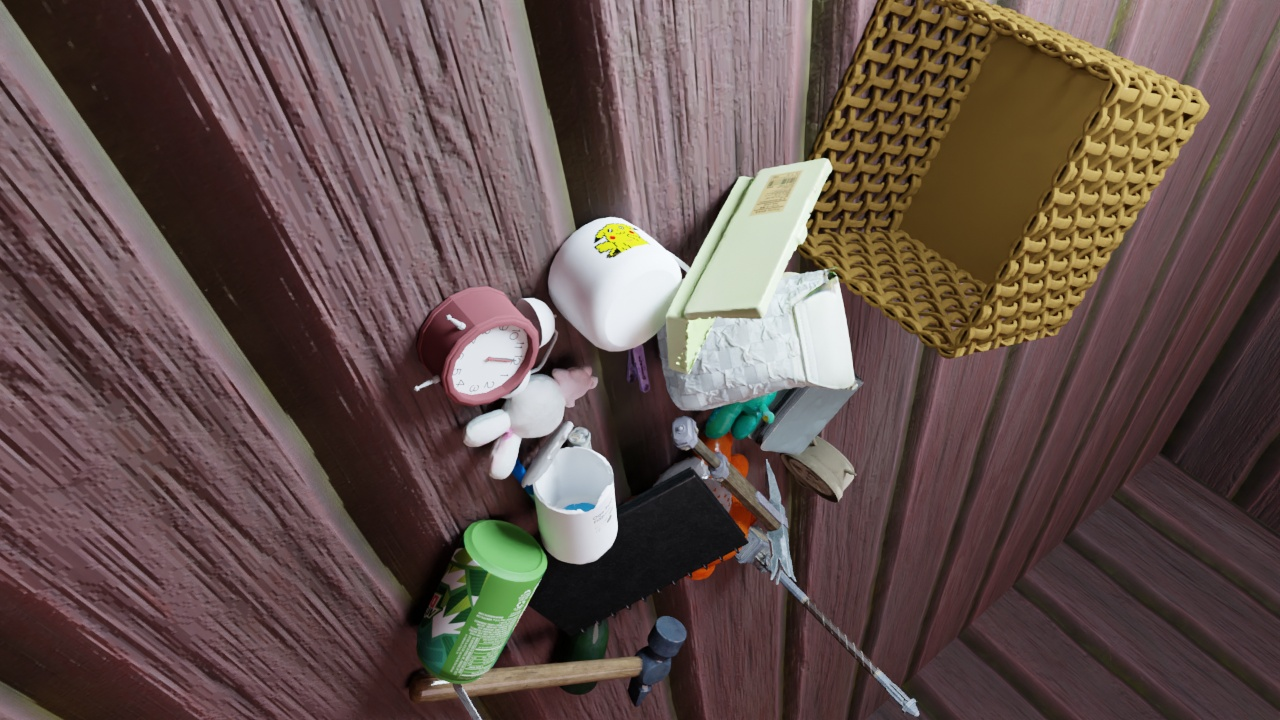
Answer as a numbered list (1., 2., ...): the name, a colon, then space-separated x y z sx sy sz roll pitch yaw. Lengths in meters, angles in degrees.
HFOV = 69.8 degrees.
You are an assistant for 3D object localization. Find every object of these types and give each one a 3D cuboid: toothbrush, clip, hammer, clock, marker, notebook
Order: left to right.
1. toothbrush: -0.161 0.334 0.884 0.010 0.181 0.010 4 127 -53
2. clock: -0.114 -0.010 0.702 0.124 0.044 0.087 4 122 -48
3. marker: -0.102 0.133 0.892 0.013 0.013 0.142 -38 146 -13
4. hammer: -0.104 0.357 1.038 0.321 0.040 0.129 6 121 -32
5. toothbrush: -0.053 0.132 0.936 0.024 0.022 0.186 -17 138 -10
6. notebook: -0.013 0.212 0.979 0.231 0.019 0.169 -29 136 8
7. clip: -0.001 0.009 0.859 0.014 0.045 0.051 -22 153 -30
8. hammer: 0.100 0.126 0.971 0.028 0.146 0.317 -15 149 19
9. clock: 0.234 0.140 1.210 0.054 0.093 0.141 -47 172 -11
10. hammer: 0.230 0.327 1.173 0.044 0.322 0.098 -49 146 3

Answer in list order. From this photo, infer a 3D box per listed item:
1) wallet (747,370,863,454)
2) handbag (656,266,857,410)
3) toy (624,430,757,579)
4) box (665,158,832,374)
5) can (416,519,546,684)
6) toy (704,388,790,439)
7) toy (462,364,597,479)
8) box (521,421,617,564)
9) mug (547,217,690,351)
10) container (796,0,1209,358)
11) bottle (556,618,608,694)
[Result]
1. wallet: 0.193 0.053 1.096 0.100 0.054 0.132 14 116 -43
2. handbag: 0.104 -0.021 0.852 0.171 0.123 0.112 -11 104 9
3. toy: 0.067 0.170 1.056 0.163 0.093 0.172 -44 134 -9
4. box: 0.078 -0.086 0.746 0.134 0.061 0.187 -35 -158 52
5. can: -0.153 0.230 0.872 0.083 0.083 0.144 1 124 -48
6. toy: 0.135 0.008 0.963 0.130 0.072 0.194 6 119 -40
7. toy: -0.093 0.043 0.786 0.125 0.037 0.076 -40 142 -14
8. box: -0.067 0.119 0.848 0.081 0.092 0.160 -46 154 -32
9. mug: -0.011 -0.063 0.737 0.115 0.068 0.094 -23 140 -31
10. container: 0.313 -0.173 0.838 0.213 0.219 0.252 -9 131 -42
11. bottle: -0.062 0.324 1.098 0.055 0.055 0.174 -15 132 -38
